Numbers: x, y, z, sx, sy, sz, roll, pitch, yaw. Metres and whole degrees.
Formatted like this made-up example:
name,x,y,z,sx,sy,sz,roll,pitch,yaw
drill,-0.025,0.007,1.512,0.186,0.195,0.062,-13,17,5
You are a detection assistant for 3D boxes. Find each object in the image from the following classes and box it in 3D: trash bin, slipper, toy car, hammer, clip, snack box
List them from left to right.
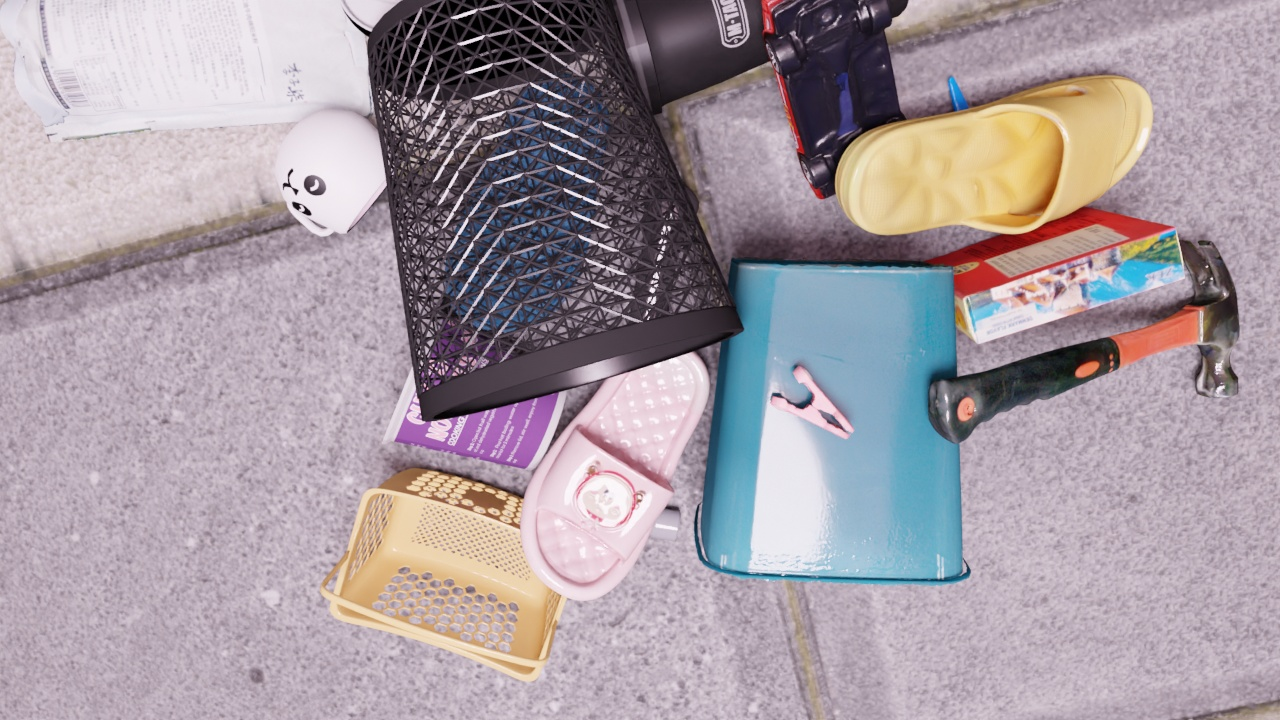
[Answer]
name,x,y,z,sx,sy,sz,roll,pitch,yaw
trash bin,-0.070,-0.106,0.612,0.217,0.217,0.243,-16,87,7
slipper,-0.084,-0.123,0.735,0.104,0.059,0.213,20,91,-7
slipper,-0.018,0.082,0.730,0.107,0.056,0.221,30,81,-7
hammer,-0.004,0.005,0.779,0.125,0.029,0.311,10,105,0
clip,0.116,0.026,0.609,0.058,0.023,0.050,10,94,8
trash bin,0.143,0.033,0.703,0.199,0.196,0.219,1,99,2
toy car,0.142,-0.197,0.663,0.081,0.056,0.189,-25,141,6
slipper,0.274,-0.141,0.671,0.263,0.078,0.100,-12,122,-13
snack box,0.295,-0.068,0.685,0.145,0.142,0.040,-19,104,8
hammer,0.335,-0.002,0.672,0.332,0.033,0.133,-15,105,-27

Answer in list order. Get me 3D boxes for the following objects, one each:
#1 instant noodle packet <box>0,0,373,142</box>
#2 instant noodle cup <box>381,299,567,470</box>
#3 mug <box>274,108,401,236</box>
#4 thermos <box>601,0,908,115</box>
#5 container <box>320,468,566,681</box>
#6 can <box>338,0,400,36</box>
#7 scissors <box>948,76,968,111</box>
name,x,y,z,sx,sy,sz,roll,pitch,yaw
instant noodle packet,-0.354,-0.254,0.725,0.269,0.057,0.147,-6,107,-1
instant noodle cup,-0.130,0.025,0.759,0.122,0.122,0.136,22,61,-13
mug,-0.250,-0.144,0.730,0.076,0.090,0.124,38,135,-15
thermos,0.079,-0.258,0.672,0.218,0.105,0.106,-16,103,2
container,-0.152,0.179,0.761,0.183,0.166,0.129,19,105,-2
can,-0.159,-0.263,0.655,0.080,0.146,0.080,1,105,3
scissors,0.266,-0.163,0.728,0.125,0.013,0.130,-31,105,10
